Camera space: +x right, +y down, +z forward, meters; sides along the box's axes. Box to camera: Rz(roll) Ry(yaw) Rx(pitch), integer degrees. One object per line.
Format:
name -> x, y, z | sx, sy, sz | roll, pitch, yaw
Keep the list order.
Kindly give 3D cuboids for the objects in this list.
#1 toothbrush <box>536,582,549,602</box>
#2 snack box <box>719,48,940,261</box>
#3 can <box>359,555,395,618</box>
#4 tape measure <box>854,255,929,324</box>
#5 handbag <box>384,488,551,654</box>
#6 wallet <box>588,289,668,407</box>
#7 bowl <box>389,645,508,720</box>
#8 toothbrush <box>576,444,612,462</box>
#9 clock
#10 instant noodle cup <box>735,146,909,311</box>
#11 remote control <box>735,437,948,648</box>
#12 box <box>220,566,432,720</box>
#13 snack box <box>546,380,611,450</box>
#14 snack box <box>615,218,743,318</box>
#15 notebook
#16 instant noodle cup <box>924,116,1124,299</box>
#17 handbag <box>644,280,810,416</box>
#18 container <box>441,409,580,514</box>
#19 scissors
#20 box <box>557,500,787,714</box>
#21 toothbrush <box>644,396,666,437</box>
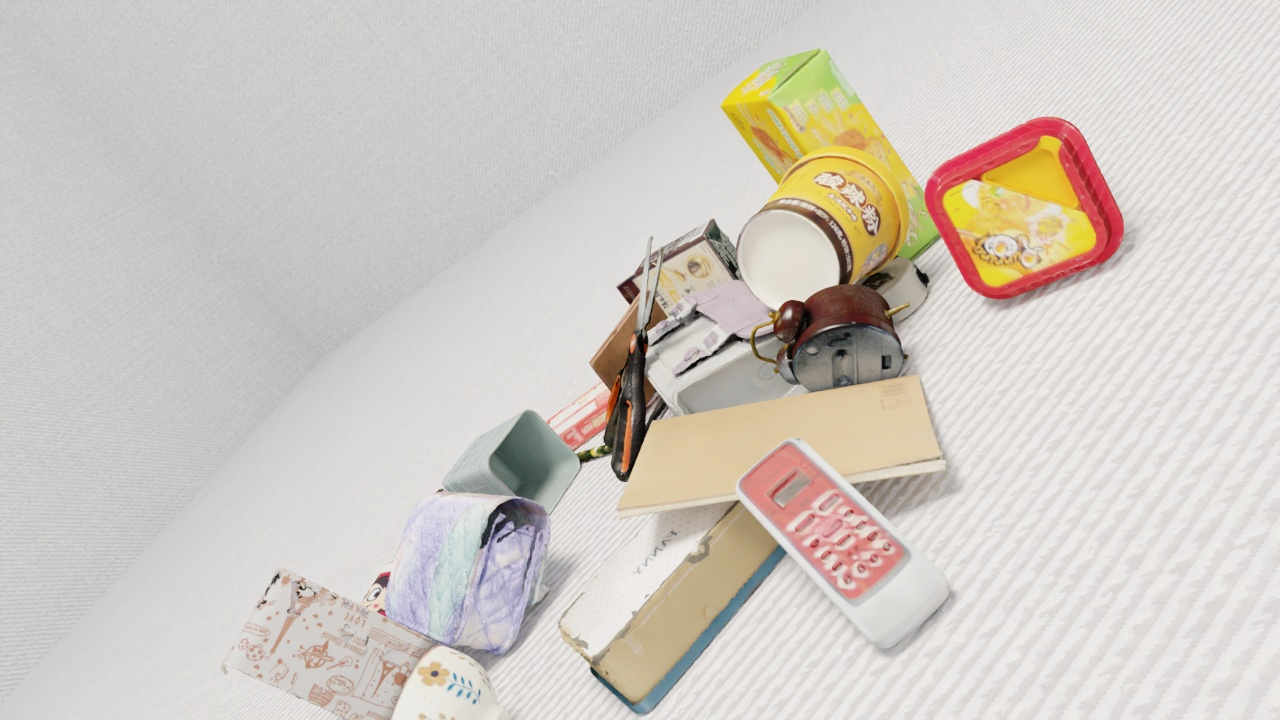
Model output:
toothbrush -> -0.134, 0.209, 0.870 | 0.180, 0.016, 0.016 | -7, 42, 57
snack box -> 0.183, -0.192, 0.894 | 0.070, 0.210, 0.157 | -41, 17, -1
can -> -0.263, 0.261, 0.932 | 0.053, 0.053, 0.132 | -26, 22, 34
tape measure -> 0.216, -0.060, 0.802 | 0.066, 0.033, 0.066 | -40, 18, 1
handbag -> -0.159, 0.187, 0.835 | 0.194, 0.075, 0.134 | -7, 65, 56
wallet -> 0.000, -0.006, 0.957 | 0.020, 0.115, 0.101 | 25, 71, 37
bowl -> -0.130, 0.262, 0.634 | 0.062, 0.114, 0.113 | 13, 37, 10
toothbrush -> -0.095, 0.112, 1.017 | 0.012, 0.017, 0.186 | -5, -12, -46
clock -> 0.146, -0.014, 0.713 | 0.122, 0.082, 0.055 | -3, 45, 11
instant noodle cup -> 0.146, -0.104, 0.764 | 0.119, 0.118, 0.114 | -19, 16, 46
remote control -> 0.114, 0.102, 0.535 | 0.056, 0.020, 0.136 | -38, 51, -6
box -> -0.264, 0.284, 0.718 | 0.193, 0.156, 0.183 | -63, 12, -22
snack box -> -0.043, 0.049, 1.052 | 0.153, 0.025, 0.075 | -36, 18, 8
snack box -> 0.059, -0.076, 1.012 | 0.126, 0.113, 0.053 | -24, 23, 37
notebook -> 0.097, 0.056, 0.649 | 0.212, 0.012, 0.149 | -11, 18, 15
instant noodle cup -> 0.294, -0.125, 0.700 | 0.116, 0.116, 0.123 | -25, 12, 35
handbag -> 0.079, -0.004, 0.846 | 0.145, 0.098, 0.197 | -34, 19, -2
container -> -0.142, 0.121, 0.978 | 0.112, 0.090, 0.089 | -24, 23, 45
scissors -> -0.010, 0.004, 0.859 | 0.211, 0.021, 0.221 | 131, 143, -69
box -> 0.021, 0.156, 0.635 | 0.184, 0.060, 0.090 | -46, 19, -14
toothbrush -> 0.019, 0.049, 0.951 | 0.018, 0.015, 0.180 | -32, 19, 49
